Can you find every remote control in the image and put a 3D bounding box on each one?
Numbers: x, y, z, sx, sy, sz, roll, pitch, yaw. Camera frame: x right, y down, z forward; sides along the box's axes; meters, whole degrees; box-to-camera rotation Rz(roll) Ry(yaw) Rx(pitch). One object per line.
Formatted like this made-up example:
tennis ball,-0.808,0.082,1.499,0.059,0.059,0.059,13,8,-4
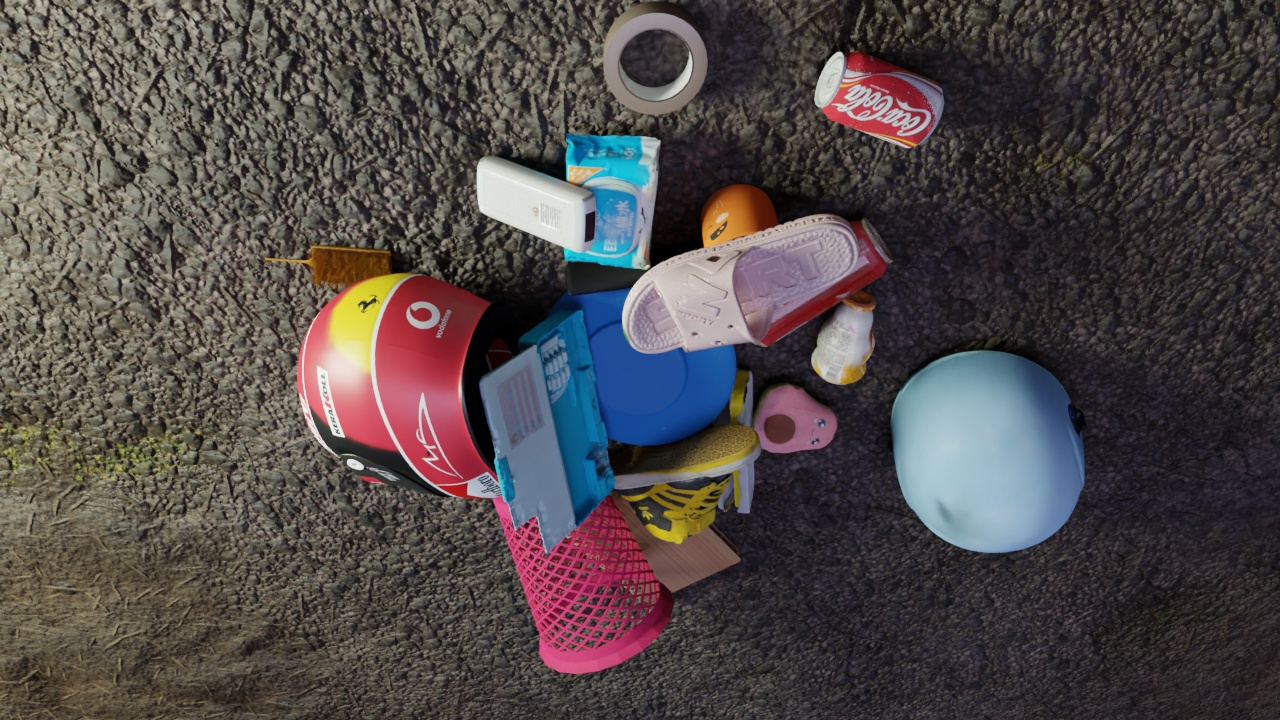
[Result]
remote control,-0.103,-0.152,0.889,0.138,0.025,0.060,24,131,24
remote control,-0.005,-0.098,0.968,0.152,0.041,0.020,-10,154,5

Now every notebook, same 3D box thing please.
notebook,0.014,0.250,1.269,0.169,0.022,0.210,-30,124,20

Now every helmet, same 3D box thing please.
helmet,0.415,0.120,1.090,0.226,0.166,0.266,-15,120,22
helmet,-0.236,0.033,0.964,0.225,0.197,0.271,0,141,18

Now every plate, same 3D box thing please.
plate,-0.006,0.006,1.027,0.224,0.024,0.225,5,119,9

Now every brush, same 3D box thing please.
brush,-0.329,-0.099,0.972,0.126,0.017,0.048,4,129,-5

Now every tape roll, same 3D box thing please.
tape roll,0.013,-0.273,0.833,0.093,0.030,0.094,-1,129,-1

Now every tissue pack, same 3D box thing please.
tissue pack,-0.029,-0.153,0.910,0.093,0.061,0.145,3,129,-2

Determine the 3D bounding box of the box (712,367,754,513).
box,0.114,0.101,1.124,0.045,0.065,0.210,6,131,16

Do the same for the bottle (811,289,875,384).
bottle,0.231,-0.027,1.023,0.063,0.063,0.109,4,129,-6

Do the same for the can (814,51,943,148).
can,0.220,-0.241,0.846,0.104,0.064,0.064,16,127,-15

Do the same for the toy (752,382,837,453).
toy,0.188,0.072,1.108,0.110,0.051,0.090,9,105,-24

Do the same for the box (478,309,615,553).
box,-0.097,0.082,0.969,0.039,0.181,0.227,5,117,29

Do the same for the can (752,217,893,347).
can,0.180,-0.081,0.974,0.170,0.067,0.067,-33,123,23

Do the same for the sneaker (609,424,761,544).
sneaker,0.066,0.153,1.090,0.239,0.085,0.122,-15,115,48

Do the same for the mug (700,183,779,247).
mug,0.099,-0.107,0.931,0.077,0.095,0.113,7,129,-8

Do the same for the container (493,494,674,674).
container,-0.083,0.239,1.146,0.183,0.183,0.226,-17,109,11

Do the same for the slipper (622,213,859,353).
slipper,0.092,-0.063,0.863,0.240,0.064,0.094,-21,127,13
